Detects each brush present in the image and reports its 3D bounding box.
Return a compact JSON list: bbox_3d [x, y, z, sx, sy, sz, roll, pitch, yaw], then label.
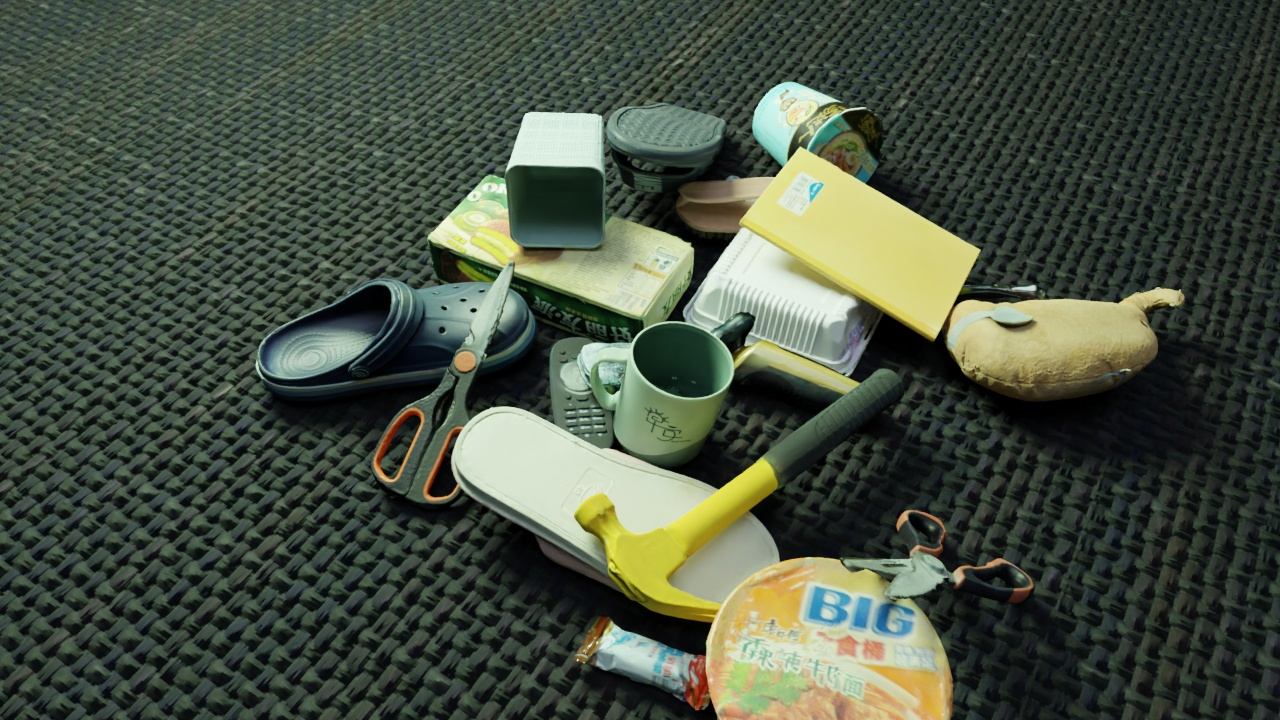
[{"bbox_3d":[0.109,-0.160,0.944,0.146,0.073,0.063,3,68,4],"label":"brush"}]

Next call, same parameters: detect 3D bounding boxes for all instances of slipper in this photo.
[{"bbox_3d":[-0.023,0.122,0.722,0.274,0.055,0.113,23,57,7],"label":"slipper"},{"bbox_3d":[0.032,-0.219,0.978,0.111,0.083,0.267,18,23,7],"label":"slipper"},{"bbox_3d":[-0.225,-0.033,0.835,0.252,0.095,0.105,-12,53,-5],"label":"slipper"}]

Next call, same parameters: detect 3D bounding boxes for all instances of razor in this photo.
[{"bbox_3d":[0.135,0.007,0.822,0.167,0.062,0.067,22,87,12],"label":"razor"},{"bbox_3d":[0.316,-0.066,0.883,0.143,0.022,0.042,-1,30,9],"label":"razor"}]

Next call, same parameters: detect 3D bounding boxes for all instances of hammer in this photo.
[{"bbox_3d":[0.100,0.089,0.713,0.300,0.033,0.129,-32,71,-27],"label":"hammer"}]

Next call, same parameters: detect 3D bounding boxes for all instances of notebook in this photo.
[{"bbox_3d":[0.212,-0.117,0.872,0.206,0.010,0.145,32,52,8],"label":"notebook"}]

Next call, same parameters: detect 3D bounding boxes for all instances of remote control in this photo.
[{"bbox_3d":[-0.053,0.035,0.818,0.053,0.024,0.136,-4,49,-8],"label":"remote control"}]

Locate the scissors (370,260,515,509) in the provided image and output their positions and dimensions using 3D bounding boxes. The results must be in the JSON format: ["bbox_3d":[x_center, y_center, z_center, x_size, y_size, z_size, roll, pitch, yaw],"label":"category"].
[{"bbox_3d":[-0.140,0.020,0.786,0.125,0.022,0.234,39,78,10],"label":"scissors"}]

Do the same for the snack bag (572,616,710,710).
[{"bbox_3d":[0.007,0.217,0.663,0.104,0.026,0.048,19,41,15],"label":"snack bag"}]

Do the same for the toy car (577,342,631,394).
[{"bbox_3d":[-0.005,0.005,0.824,0.105,0.031,0.049,0,49,-27],"label":"toy car"}]

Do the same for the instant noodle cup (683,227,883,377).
[{"bbox_3d":[0.143,-0.067,0.880,0.173,0.060,0.137,23,54,17],"label":"instant noodle cup"}]

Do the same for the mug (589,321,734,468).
[{"bbox_3d":[0.011,0.029,0.759,0.112,0.107,0.082,16,49,0],"label":"mug"}]

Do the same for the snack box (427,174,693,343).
[{"bbox_3d":[-0.078,-0.097,0.905,0.240,0.063,0.114,20,53,17],"label":"snack box"}]

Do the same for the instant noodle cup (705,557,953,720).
[{"bbox_3d":[0.115,0.223,0.601,0.151,0.112,0.151,0,50,0],"label":"instant noodle cup"}]

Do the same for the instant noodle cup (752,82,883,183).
[{"bbox_3d":[0.186,-0.247,1.008,0.111,0.111,0.120,-24,46,-18],"label":"instant noodle cup"}]

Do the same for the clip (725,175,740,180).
[{"bbox_3d":[0.095,-0.175,0.996,0.024,0.028,0.056,19,62,18],"label":"clip"}]

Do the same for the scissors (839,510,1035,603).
[{"bbox_3d":[0.205,0.141,0.650,0.197,0.015,0.213,24,15,-8],"label":"scissors"}]

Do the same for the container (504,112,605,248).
[{"bbox_3d":[-0.077,-0.176,0.875,0.090,0.090,0.111,1,44,-1],"label":"container"}]

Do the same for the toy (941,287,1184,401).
[{"bbox_3d":[0.388,-0.020,0.819,0.226,0.083,0.143,-5,35,-5],"label":"toy"}]
